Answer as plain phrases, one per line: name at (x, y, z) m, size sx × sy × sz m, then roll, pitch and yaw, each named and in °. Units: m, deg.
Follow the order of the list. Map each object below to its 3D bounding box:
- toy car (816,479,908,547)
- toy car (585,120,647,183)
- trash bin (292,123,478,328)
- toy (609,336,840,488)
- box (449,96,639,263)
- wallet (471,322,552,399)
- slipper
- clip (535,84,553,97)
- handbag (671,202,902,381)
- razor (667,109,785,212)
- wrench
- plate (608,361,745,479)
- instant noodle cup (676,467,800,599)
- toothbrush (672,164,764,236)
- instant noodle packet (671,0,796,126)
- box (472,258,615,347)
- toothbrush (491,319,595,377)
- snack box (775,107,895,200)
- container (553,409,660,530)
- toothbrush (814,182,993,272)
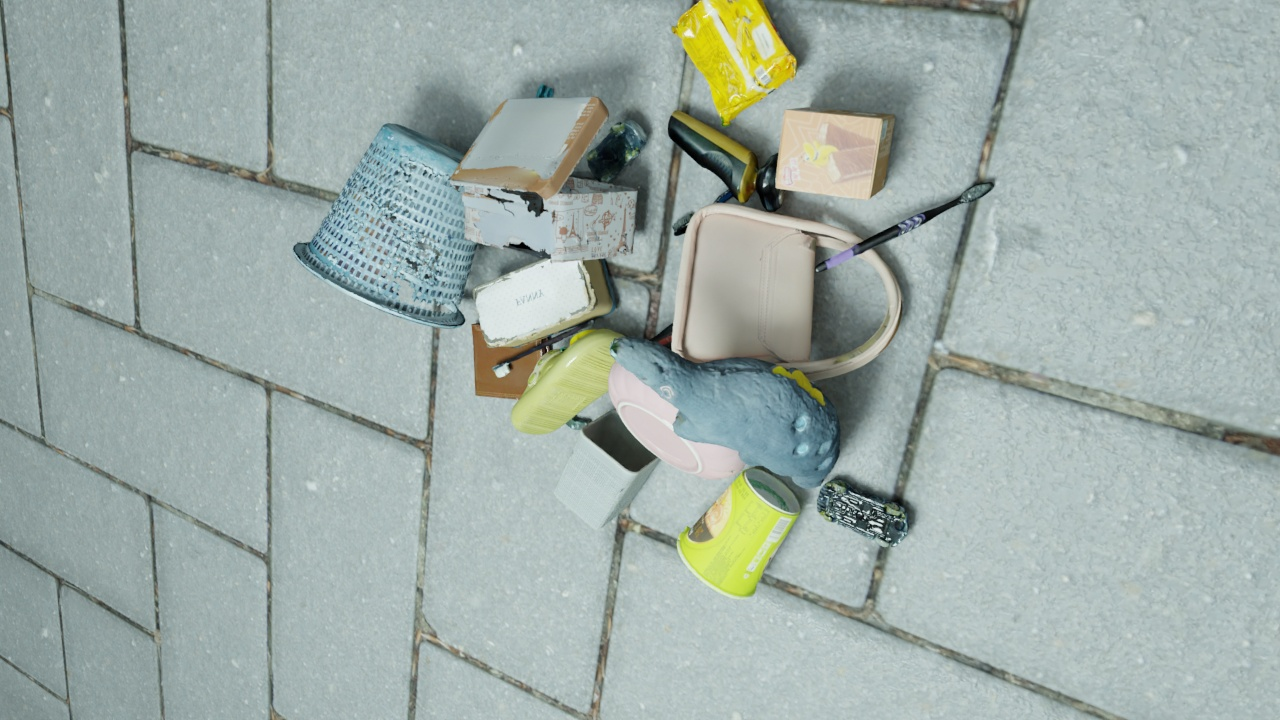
toy car at (0.250, 0.170, 1.029) m, size 0.106 × 0.031 × 0.049 m, roll 23°, pitch 115°, yaw 24°
toy car at (-0.028, -0.243, 1.069) m, size 0.043 × 0.034 × 0.091 m, roll 53°, pitch 136°, yaw -1°
trash bin at (-0.284, -0.175, 1.140) m, size 0.226 × 0.226 × 0.195 m, roll 31°, pitch 101°, yaw 19°
toy at (0.119, 0.058, 0.916) m, size 0.138 × 0.356 × 0.091 m, roll -12°, pitch 56°, yaw 44°
box at (-0.112, -0.216, 1.039) m, size 0.183 × 0.152 × 0.178 m, roll 19°, pitch 111°, yaw 40°
wallet at (-0.172, 0.000, 1.223) m, size 0.125 × 0.032 × 0.101 m, roll 3°, pitch 102°, yaw 28°
slipper at (-0.094, 0.016, 1.135) m, size 0.191 × 0.091 × 0.081 m, roll -42°, pitch 52°, yaw 25°
clip at (-0.121, -0.307, 1.116) m, size 0.040 × 0.014 × 0.056 m, roll 27°, pitch 115°, yaw 20°
handbag at (0.155, -0.062, 0.967) m, size 0.234 × 0.093 × 0.193 m, roll 2°, pitch 78°, yaw 15°
razor at (0.093, -0.223, 0.991) m, size 0.067 × 0.062 × 0.167 m, roll -46°, pitch 62°, yaw -5°
wrench at (-0.007, 0.007, 1.137) m, size 0.274 × 0.016 × 0.056 m, roll -36°, pitch 82°, yaw 32°
plate at (0.032, 0.076, 1.055) m, size 0.192 × 0.039 × 0.193 m, roll 35°, pitch 159°, yaw 15°
instant noodle cup at (0.121, 0.195, 1.073) m, size 0.112 × 0.111 × 0.124 m, roll 38°, pitch 110°, yaw 15°
toothbrush at (0.107, -0.193, 1.020) m, size 0.190 × 0.014 × 0.016 m, roll -33°, pitch 61°, yaw 31°
instant noodle packet at (0.102, -0.328, 0.966) m, size 0.111 × 0.044 × 0.128 m, roll -30°, pitch 85°, yaw 39°
box at (-0.116, -0.078, 1.137) m, size 0.185 × 0.061 × 0.089 m, roll -16°, pitch 84°, yaw 25°
toothbrush at (-0.123, -0.016, 1.161) m, size 0.182 × 0.015 × 0.018 m, roll -25°, pitch 89°, yaw 34°
snack box at (0.194, -0.208, 0.913) m, size 0.094 × 0.092 × 0.077 m, roll 11°, pitch 110°, yaw 19°
container at (-0.043, 0.141, 1.155) m, size 0.090 × 0.090 × 0.115 m, roll 38°, pitch 121°, yaw 16°
toothbrush at (0.261, -0.132, 0.913) m, size 0.189 × 0.016 × 0.014 m, roll -26°, pitch 87°, yaw 13°
